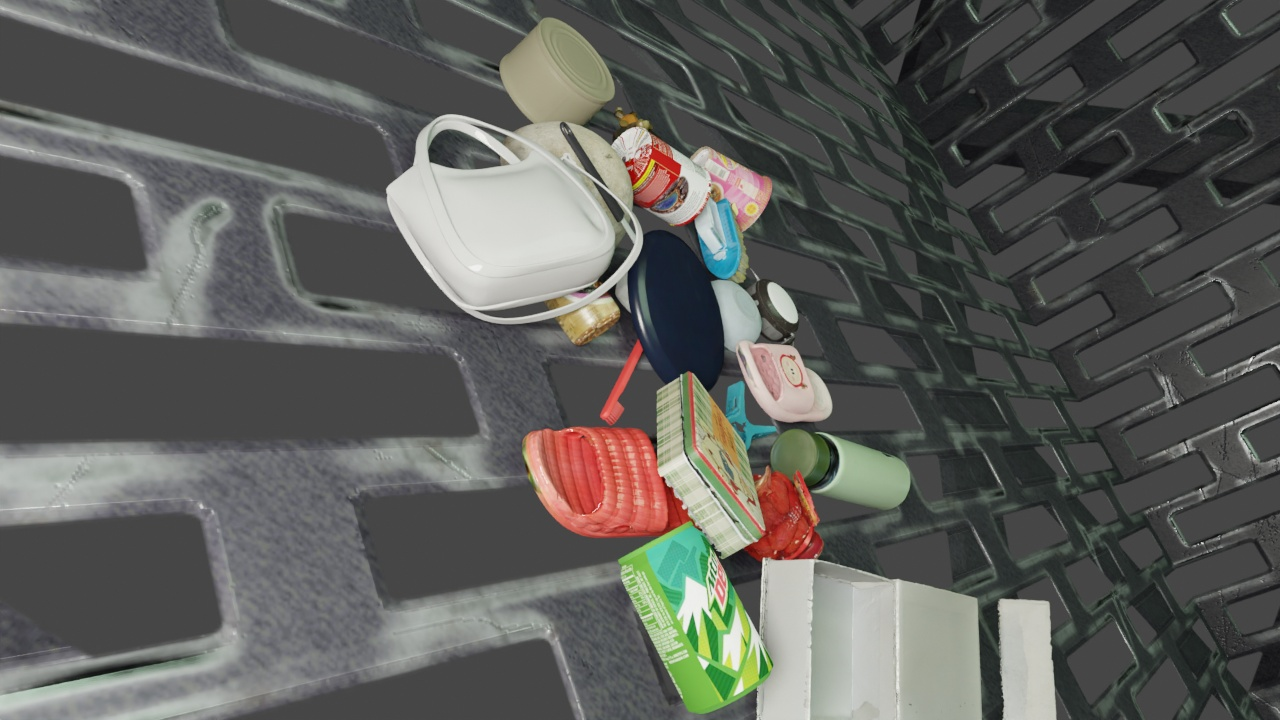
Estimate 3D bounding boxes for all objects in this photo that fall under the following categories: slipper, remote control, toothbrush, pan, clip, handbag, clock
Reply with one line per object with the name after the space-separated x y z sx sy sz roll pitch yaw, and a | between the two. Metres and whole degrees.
-0.004 0.112 0.850 0.248 0.059 0.103 21 45 -45 | slipper
0.004 -0.093 1.080 0.060 0.028 0.114 46 33 -15 | remote control
-0.006 0.006 0.989 0.018 0.012 0.211 47 32 -14 | toothbrush
0.009 -0.113 1.021 0.356 0.021 0.198 56 35 -28 | pan
0.121 0.086 1.078 0.102 0.027 0.119 53 31 0 | clip
0.195 0.030 1.197 0.221 0.056 0.106 19 47 -51 | slipper
-0.130 -0.152 0.875 0.215 0.096 0.222 -16 61 -32 | handbag
0.191 -0.069 1.297 0.123 0.044 0.091 43 33 -19 | clock

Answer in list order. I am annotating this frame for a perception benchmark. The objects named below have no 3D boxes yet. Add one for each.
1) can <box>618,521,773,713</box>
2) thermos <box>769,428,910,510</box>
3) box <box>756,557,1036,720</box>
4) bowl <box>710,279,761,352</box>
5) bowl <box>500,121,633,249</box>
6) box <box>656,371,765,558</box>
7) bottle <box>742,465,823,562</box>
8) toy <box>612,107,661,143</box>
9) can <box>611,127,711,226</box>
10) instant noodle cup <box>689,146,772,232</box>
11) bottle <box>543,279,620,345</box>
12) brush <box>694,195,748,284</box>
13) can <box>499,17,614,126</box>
0.046 0.219 0.791 0.082 0.083 0.144 -12 71 -57 | can
0.251 0.141 1.157 0.231 0.083 0.082 19 47 -45 | thermos
0.269 0.312 0.948 0.368 0.099 0.165 19 67 -36 | box
0.124 -0.064 1.205 0.106 0.039 0.106 34 37 -31 | bowl
-0.067 -0.209 1.044 0.178 0.081 0.178 32 40 -32 | bowl
0.065 0.095 0.901 0.117 0.051 0.205 56 11 -15 | box
0.141 0.162 0.965 0.111 0.099 0.098 55 31 -10 | bottle
-0.009 -0.307 1.235 0.076 0.063 0.100 -4 57 -33 | toy
0.022 -0.234 1.180 0.116 0.087 0.086 23 44 -41 | can
0.119 -0.253 1.333 0.108 0.098 0.097 30 39 -24 | instant noodle cup
-0.088 -0.097 0.929 0.166 0.060 0.059 55 31 5 | bottle
0.105 -0.166 1.255 0.075 0.055 0.135 38 33 -44 | brush
-0.101 -0.348 1.131 0.127 0.073 0.127 34 37 -31 | can
